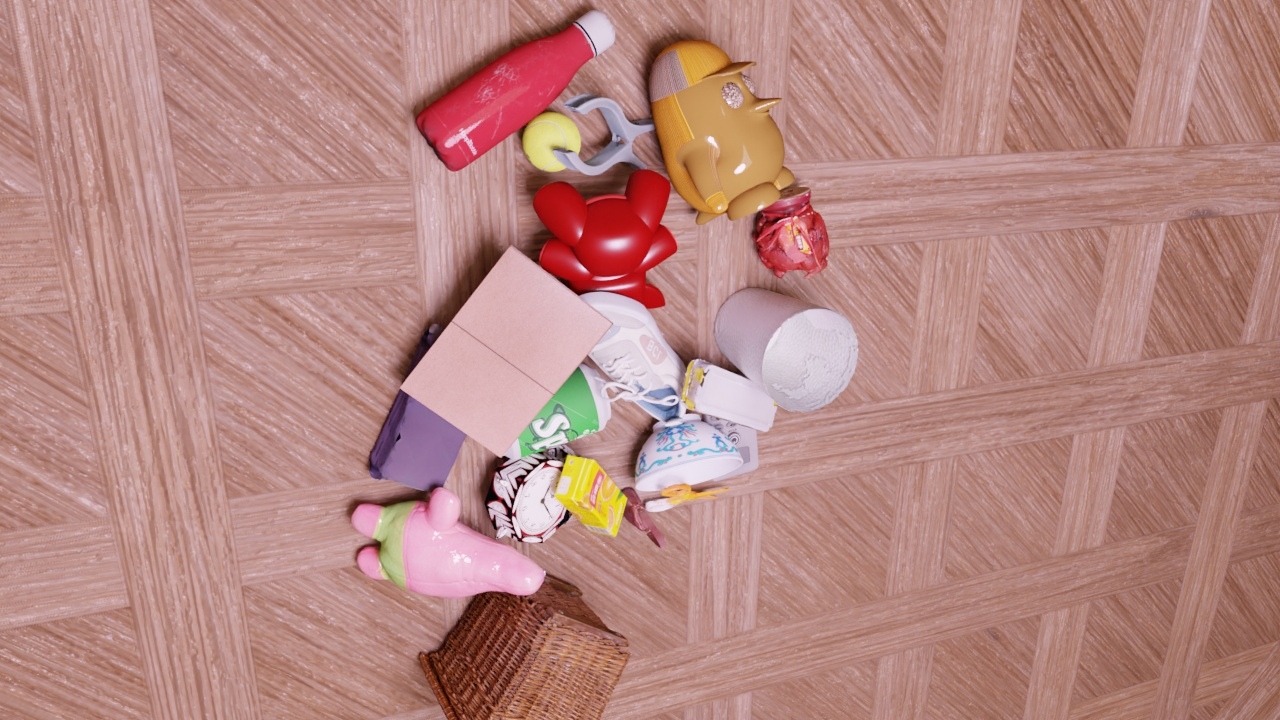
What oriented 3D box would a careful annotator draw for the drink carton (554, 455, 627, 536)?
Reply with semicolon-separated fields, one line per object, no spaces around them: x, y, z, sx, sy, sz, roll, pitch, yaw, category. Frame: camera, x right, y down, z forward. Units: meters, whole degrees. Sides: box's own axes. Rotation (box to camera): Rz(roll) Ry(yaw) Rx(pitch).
-0.063;0.173;1.166;0.134;0.043;0.058;59;43;-56;drink carton

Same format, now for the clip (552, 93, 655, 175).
-0.030;-0.272;1.029;0.166;0.028;0.127;-14;123;-55;clip

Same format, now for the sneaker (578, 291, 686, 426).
-0.007;0.006;1.097;0.090;0.090;0.242;-21;144;20;sneaker

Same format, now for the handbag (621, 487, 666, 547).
0.007;0.215;1.207;0.029;0.119;0.055;-26;116;-13;handbag

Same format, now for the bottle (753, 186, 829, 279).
0.192;-0.157;1.167;0.098;0.099;0.111;-20;110;-15;bottle

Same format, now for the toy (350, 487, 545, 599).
-0.228;0.233;1.105;0.237;0.096;0.192;11;130;9;toy

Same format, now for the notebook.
-0.150;-0.005;1.025;0.141;0.008;0.209;37;106;-14;notebook

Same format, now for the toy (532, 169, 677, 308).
-0.040;-0.121;1.067;0.158;0.120;0.198;-11;146;-11;toy

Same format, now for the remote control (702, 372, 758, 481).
0.125;0.092;1.269;0.074;0.019;0.151;-14;113;-17;remote control

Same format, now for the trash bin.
0.175;-0.024;1.168;0.133;0.161;0.133;-7;111;-20;trash bin

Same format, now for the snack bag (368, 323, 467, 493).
-0.241;0.062;1.087;0.096;0.058;0.205;20;100;-26;snack bag

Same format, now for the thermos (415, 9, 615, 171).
-0.129;-0.300;0.996;0.239;0.073;0.073;-37;118;-7;thermos

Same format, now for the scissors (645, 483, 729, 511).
0.062;0.193;1.272;0.097;0.012;0.133;-35;148;33;scissors

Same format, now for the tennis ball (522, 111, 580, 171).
-0.100;-0.246;1.031;0.065;0.065;0.065;-7;111;-20;tennis ball

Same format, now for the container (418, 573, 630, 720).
-0.138;0.375;1.147;0.162;0.250;0.183;31;85;-28;container

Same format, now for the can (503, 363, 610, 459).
-0.113;0.062;1.122;0.139;0.088;0.088;-18;114;-16;can

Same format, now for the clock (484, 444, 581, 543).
-0.130;0.163;1.166;0.154;0.065;0.115;-16;116;-48;clock

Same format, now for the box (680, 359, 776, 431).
0.120;0.048;1.183;0.209;0.033;0.064;20;83;-53;box

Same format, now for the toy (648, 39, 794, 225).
0.090;-0.273;1.058;0.163;0.198;0.203;-19;107;31;toy

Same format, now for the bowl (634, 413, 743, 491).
0.056;0.115;1.206;0.143;0.144;0.074;-6;71;-20;bowl
